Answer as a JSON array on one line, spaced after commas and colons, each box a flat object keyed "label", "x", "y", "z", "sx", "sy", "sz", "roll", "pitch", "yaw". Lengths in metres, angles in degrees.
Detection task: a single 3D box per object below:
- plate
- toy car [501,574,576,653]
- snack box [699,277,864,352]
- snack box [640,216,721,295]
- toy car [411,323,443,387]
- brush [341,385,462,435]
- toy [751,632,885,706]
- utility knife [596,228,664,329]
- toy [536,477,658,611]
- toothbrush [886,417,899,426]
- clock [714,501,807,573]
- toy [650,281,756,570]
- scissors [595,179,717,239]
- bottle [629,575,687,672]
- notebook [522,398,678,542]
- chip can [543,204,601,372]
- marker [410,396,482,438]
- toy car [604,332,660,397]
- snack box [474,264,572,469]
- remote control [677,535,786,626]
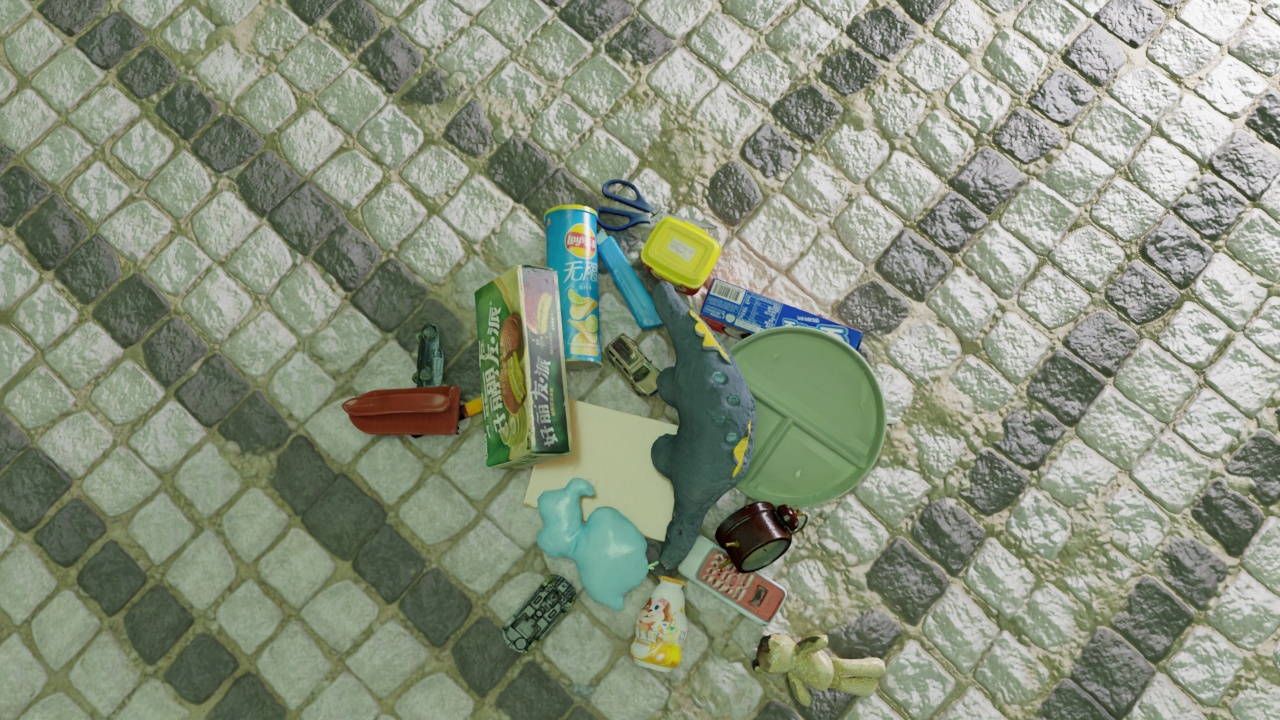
[{"label": "plate", "x": 0.189, "y": 0.071, "z": 1.148, "sx": 0.230, "sy": 0.027, "sz": 0.230, "roll": 1, "pitch": 96, "yaw": 9}, {"label": "toy car", "x": -0.124, "y": 0.312, "z": 1.131, "sx": 0.049, "sy": 0.031, "sz": 0.105, "roll": 42, "pitch": 80, "yaw": 10}, {"label": "snack box", "x": 0.180, "y": -0.042, "z": 1.191, "sx": 0.207, "sy": 0.058, "sz": 0.057, "roll": 20, "pitch": 78, "yaw": 6}, {"label": "snack box", "x": 0.053, "y": -0.133, "z": 1.203, "sx": 0.091, "sy": 0.080, "sz": 0.082, "roll": 29, "pitch": 80, "yaw": 7}, {"label": "toy car", "x": -0.277, "y": -0.004, "z": 1.201, "sx": 0.034, "sy": 0.043, "sz": 0.090, "roll": 5, "pitch": 79, "yaw": -26}, {"label": "brush", "x": -0.302, "y": 0.063, "z": 1.164, "sx": 0.146, "sy": 0.069, "sz": 0.063, "roll": -2, "pitch": 70, "yaw": 9}, {"label": "toy", "x": 0.215, "y": 0.365, "z": 1.103, "sx": 0.157, "sy": 0.066, "sz": 0.105, "roll": 12, "pitch": 120, "yaw": 0}, {"label": "utility knife", "x": -0.019, "y": -0.110, "z": 1.231, "sx": 0.034, "sy": 0.018, "sz": 0.161, "roll": -28, "pitch": 76, "yaw": -8}, {"label": "toy", "x": -0.055, "y": 0.227, "z": 1.138, "sx": 0.156, "sy": 0.049, "sz": 0.161, "roll": 1, "pitch": 87, "yaw": 15}, {"label": "toothbrush", "x": 0.240, "y": 0.088, "z": 1.183, "sx": 0.187, "sy": 0.016, "sz": 0.017, "roll": -4, "pitch": 85, "yaw": 0}, {"label": "clock", "x": 0.149, "y": 0.212, "z": 1.119, "sx": 0.121, "sy": 0.082, "sz": 0.055, "roll": -16, "pitch": 53, "yaw": -19}, {"label": "toy", "x": 0.072, "y": 0.083, "z": 1.113, "sx": 0.138, "sy": 0.091, "sz": 0.356, "roll": 3, "pitch": 95, "yaw": 22}, {"label": "scissors", "x": 0.023, "y": -0.207, "z": 1.256, "sx": 0.173, "sy": 0.012, "sz": 0.126, "roll": -11, "pitch": 78, "yaw": -3}, {"label": "bottle", "x": 0.027, "y": 0.317, "z": 1.111, "sx": 0.063, "sy": 0.063, "sz": 0.108, "roll": 13, "pitch": 77, "yaw": 4}, {"label": "notebook", "x": -0.030, "y": 0.140, "z": 1.179, "sx": 0.211, "sy": 0.012, "sz": 0.149, "roll": 14, "pitch": 79, "yaw": 4}, {"label": "chip can", "x": -0.089, "y": -0.093, "z": 1.201, "sx": 0.071, "sy": 0.071, "sz": 0.210, "roll": -2, "pitch": 77, "yaw": 0}, {"label": "marker", "x": -0.242, "y": 0.072, "z": 1.197, "sx": 0.124, "sy": 0.015, "sz": 0.018, "roll": -23, "pitch": 76, "yaw": -1}, {"label": "toy car", "x": -0.007, "y": 0.007, "z": 1.196, "sx": 0.042, "sy": 0.035, "sz": 0.090, "roll": -40, "pitch": 82, "yaw": -6}, {"label": "snack box", "x": -0.148, "y": 0.010, "z": 1.152, "sx": 0.063, "sy": 0.115, "sz": 0.240, "roll": 4, "pitch": 75, "yaw": -38}, {"label": "remote control", "x": 0.114, "y": 0.273, "z": 1.141, "sx": 0.136, "sy": 0.020, "sz": 0.055, "roll": 32, "pitch": 81, "yaw": 8}]
